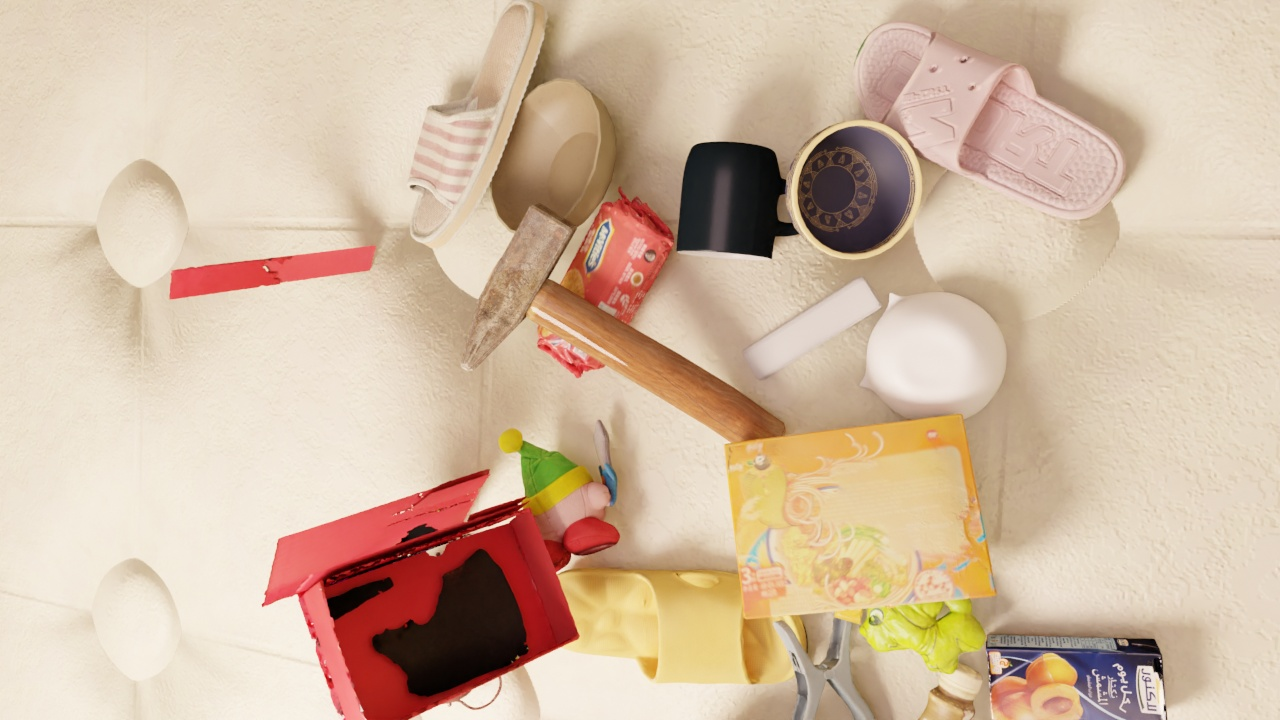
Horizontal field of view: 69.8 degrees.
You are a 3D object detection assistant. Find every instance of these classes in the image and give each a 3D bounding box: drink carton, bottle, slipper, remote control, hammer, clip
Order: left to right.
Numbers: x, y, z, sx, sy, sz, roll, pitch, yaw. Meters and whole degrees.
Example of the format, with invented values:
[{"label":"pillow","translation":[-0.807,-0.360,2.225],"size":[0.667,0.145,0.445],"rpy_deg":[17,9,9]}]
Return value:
[{"label":"slipper","translation":[-0.173,-0.238,0.908],"size":[0.115,0.052,0.263],"rpy_deg":[37,103,49]},{"label":"hammer","translation":[-0.005,0.005,0.822],"size":[0.301,0.037,0.158],"rpy_deg":[31,104,-3]},{"label":"slipper","translation":[0.020,0.245,0.852],"size":[0.264,0.078,0.099],"rpy_deg":[2,89,20]},{"label":"remote control","translation":[0.151,-0.028,0.823],"size":[0.131,0.012,0.033],"rpy_deg":[-33,80,20]},{"label":"clip","translation":[0.148,0.304,0.799],"size":[0.112,0.028,0.163],"rpy_deg":[-6,84,-16]},{"label":"bottle","translation":[0.245,0.337,0.776],"size":[0.060,0.059,0.166],"rpy_deg":[20,91,20]},{"label":"slipper","translation":[0.274,-0.195,0.741],"size":[0.239,0.064,0.094],"rpy_deg":[36,104,16]},{"label":"drink carton","translation":[0.350,0.257,0.739],"size":[0.130,0.040,0.064],"rpy_deg":[-5,91,22]}]

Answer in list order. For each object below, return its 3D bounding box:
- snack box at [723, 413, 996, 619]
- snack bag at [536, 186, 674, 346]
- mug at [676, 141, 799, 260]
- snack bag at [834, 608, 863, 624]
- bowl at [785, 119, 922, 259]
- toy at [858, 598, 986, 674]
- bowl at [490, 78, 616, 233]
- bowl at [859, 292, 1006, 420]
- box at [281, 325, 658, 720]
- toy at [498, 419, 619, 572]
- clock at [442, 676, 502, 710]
[{"label":"snack box","translation":[0.176,0.134,0.761],"size":[0.195,0.080,0.145],"rpy_deg":[-8,74,10]},{"label":"snack bag","translation":[-0.032,-0.068,0.865],"size":[0.082,0.082,0.176],"rpy_deg":[35,105,17]},{"label":"mug","translation":[0.096,-0.138,0.811],"size":[0.121,0.085,0.094],"rpy_deg":[4,94,-6]},{"label":"snack bag","translation":[0.189,0.178,0.803],"size":[0.026,0.020,0.099],"rpy_deg":[10,82,17]},{"label":"bowl","translation":[0.172,-0.145,0.778],"size":[0.112,0.061,0.112],"rpy_deg":[-2,102,-10]},{"label":"toy","translation":[0.236,0.223,0.779],"size":[0.094,0.036,0.093],"rpy_deg":[-46,58,15]},{"label":"bowl","translation":[-0.075,-0.185,0.874],"size":[0.153,0.050,0.152],"rpy_deg":[-10,75,40]},{"label":"bowl","translation":[0.244,-0.001,0.766],"size":[0.115,0.050,0.114],"rpy_deg":[1,92,22]},{"label":"box","translation":[-0.122,0.150,0.718],"size":[0.353,0.216,0.197],"rpy_deg":[-40,70,47]},{"label":"toy","translation":[-0.079,0.126,0.882],"size":[0.124,0.096,0.131],"rpy_deg":[-31,61,30]},{"label":"clock","translation":[-0.204,0.291,0.947],"size":[0.121,0.072,0.157],"rpy_deg":[-43,76,18]}]
